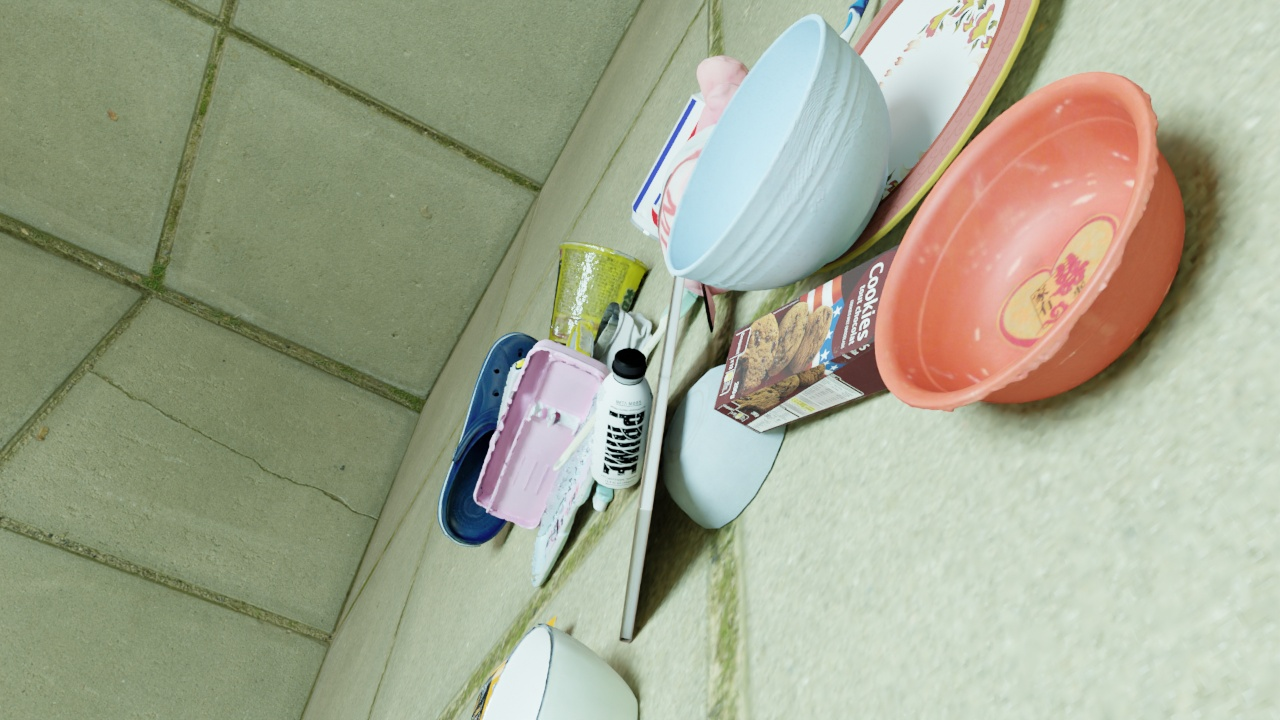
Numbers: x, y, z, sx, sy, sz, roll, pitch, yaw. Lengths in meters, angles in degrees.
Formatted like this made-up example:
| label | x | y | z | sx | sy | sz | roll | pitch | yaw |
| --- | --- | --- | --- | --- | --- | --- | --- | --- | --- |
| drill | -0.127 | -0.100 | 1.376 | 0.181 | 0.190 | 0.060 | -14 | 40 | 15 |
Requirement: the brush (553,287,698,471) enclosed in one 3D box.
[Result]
| label | x | y | z | sx | sy | sz | roll | pitch | yaw |
| --- | --- | --- | --- | --- | --- | --- | --- | --- | --- |
| brush | -0.004 | 0.004 | 0.735 | 0.217 | 0.012 | 0.033 | -53 | 9 | -24 |

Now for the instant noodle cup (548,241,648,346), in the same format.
| label | x | y | z | sx | sy | sz | roll | pitch | yaw |
| --- | --- | --- | --- | --- | --- | --- | --- | --- | --- |
| instant noodle cup | -0.052 | -0.063 | 0.985 | 0.102 | 0.102 | 0.108 | 179 | 106 | -74 |

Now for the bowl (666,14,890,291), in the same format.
| label | x | y | z | sx | sy | sz | roll | pitch | yaw |
| --- | --- | --- | --- | --- | --- | --- | --- | --- | --- |
| bowl | 0.082 | -0.097 | 0.494 | 0.151 | 0.074 | 0.150 | -56 | 16 | 26 |

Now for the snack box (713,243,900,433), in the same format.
| label | x | y | z | sx | sy | sz | roll | pitch | yaw |
| --- | --- | --- | --- | --- | --- | --- | --- | --- | --- |
| snack box | 0.094 | -0.008 | 0.453 | 0.141 | 0.031 | 0.050 | -29 | 37 | 56 |

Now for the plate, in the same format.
| label | x | y | z | sx | sy | sz | roll | pitch | yaw |
| --- | --- | --- | --- | --- | --- | --- | --- | --- | --- |
| plate | 0.153 | -0.150 | 0.533 | 0.230 | 0.021 | 0.229 | -57 | 16 | 26 |

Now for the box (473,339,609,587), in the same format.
| label | x | y | z | sx | sy | sz | roll | pitch | yaw |
| --- | --- | --- | --- | --- | --- | --- | --- | --- | --- |
| box | -0.088 | 0.094 | 0.805 | 0.103 | 0.101 | 0.202 | -74 | 9 | -57 |

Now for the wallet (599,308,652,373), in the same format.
| label | x | y | z | sx | sy | sz | roll | pitch | yaw |
| --- | --- | --- | --- | --- | --- | --- | --- | --- | --- |
| wallet | -0.016 | -0.006 | 0.877 | 0.116 | 0.032 | 0.086 | -127 | 53 | -71 |

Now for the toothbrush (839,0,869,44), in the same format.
| label | x | y | z | sx | sy | sz | roll | pitch | yaw |
| --- | --- | --- | --- | --- | --- | --- | --- | --- | --- |
| toothbrush | 0.153 | -0.252 | 0.664 | 0.188 | 0.017 | 0.016 | -63 | 5 | -33 |

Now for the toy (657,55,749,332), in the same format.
| label | x | y | z | sx | sy | sz | roll | pitch | yaw |
| --- | --- | --- | --- | --- | --- | --- | --- | --- | --- |
| toy | 0.061 | -0.134 | 0.697 | 0.212 | 0.084 | 0.142 | -75 | -5 | -50 |

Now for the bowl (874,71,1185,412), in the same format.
| label | x | y | z | sx | sy | sz | roll | pitch | yaw |
| --- | --- | --- | --- | --- | --- | --- | --- | --- | --- |
| bowl | 0.142 | -0.033 | 0.328 | 0.131 | 0.045 | 0.130 | -57 | 16 | 26 |

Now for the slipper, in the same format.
| label | x | y | z | sx | sy | sz | roll | pitch | yaw |
| --- | --- | --- | --- | --- | --- | --- | --- | --- | --- |
| slipper | -0.152 | 0.092 | 1.042 | 0.095 | 0.105 | 0.252 | -11 | 59 | 71 |

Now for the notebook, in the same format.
| label | x | y | z | sx | sy | sz | roll | pitch | yaw |
| --- | --- | --- | --- | --- | --- | --- | --- | --- | --- |
| notebook | 0.009 | 0.058 | 0.609 | 0.208 | 0.008 | 0.142 | -80 | -2 | -46 |

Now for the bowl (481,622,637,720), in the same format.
| label | x | y | z | sx | sy | sz | roll | pitch | yaw |
| --- | --- | --- | --- | --- | --- | --- | --- | --- | --- |
| bowl | -0.049 | 0.220 | 0.534 | 0.117 | 0.065 | 0.116 | -57 | 16 | 26 |

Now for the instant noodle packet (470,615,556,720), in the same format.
| label | x | y | z | sx | sy | sz | roll | pitch | yaw |
| --- | --- | --- | --- | --- | --- | --- | --- | --- | --- |
| instant noodle packet | -0.116 | 0.314 | 0.674 | 0.160 | 0.032 | 0.220 | -51 | 19 | 48 |

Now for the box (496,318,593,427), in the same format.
| label | x | y | z | sx | sy | sz | roll | pitch | yaw |
| --- | --- | --- | --- | --- | --- | --- | --- | --- | --- |
| box | -0.107 | 0.048 | 0.917 | 0.211 | 0.080 | 0.083 | 113 | 158 | -45 |

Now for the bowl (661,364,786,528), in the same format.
| label | x | y | z | sx | sy | sz | roll | pitch | yaw |
| --- | --- | --- | --- | --- | --- | --- | --- | --- | --- |
| bowl | 0.044 | 0.045 | 0.554 | 0.106 | 0.039 | 0.106 | -57 | 16 | 26 |

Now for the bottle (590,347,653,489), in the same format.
| label | x | y | z | sx | sy | sz | roll | pitch | yaw |
| --- | --- | --- | --- | --- | --- | --- | --- | --- | --- |
| bottle | -0.013 | 0.042 | 0.677 | 0.041 | 0.041 | 0.116 | -83 | 1 | -52 |

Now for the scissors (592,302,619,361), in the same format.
| label | x | y | z | sx | sy | sz | roll | pitch | yaw |
| --- | --- | --- | --- | --- | --- | --- | --- | --- | --- |
| scissors | -0.048 | 0.011 | 0.890 | 0.169 | 0.012 | 0.158 | -103 | 31 | -58 |

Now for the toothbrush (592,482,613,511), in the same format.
| label | x | y | z | sx | sy | sz | roll | pitch | yaw |
| --- | --- | --- | --- | --- | --- | --- | --- | --- | --- |
| toothbrush | -0.036 | 0.078 | 0.827 | 0.180 | 0.016 | 0.017 | -98 | 27 | -64 |

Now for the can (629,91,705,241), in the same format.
| label | x | y | z | sx | sy | sz | roll | pitch | yaw |
| --- | --- | --- | --- | --- | --- | --- | --- | --- | --- |
| can | 0.048 | -0.173 | 0.843 | 0.132 | 0.070 | 0.070 | -59 | 15 | 18 |
